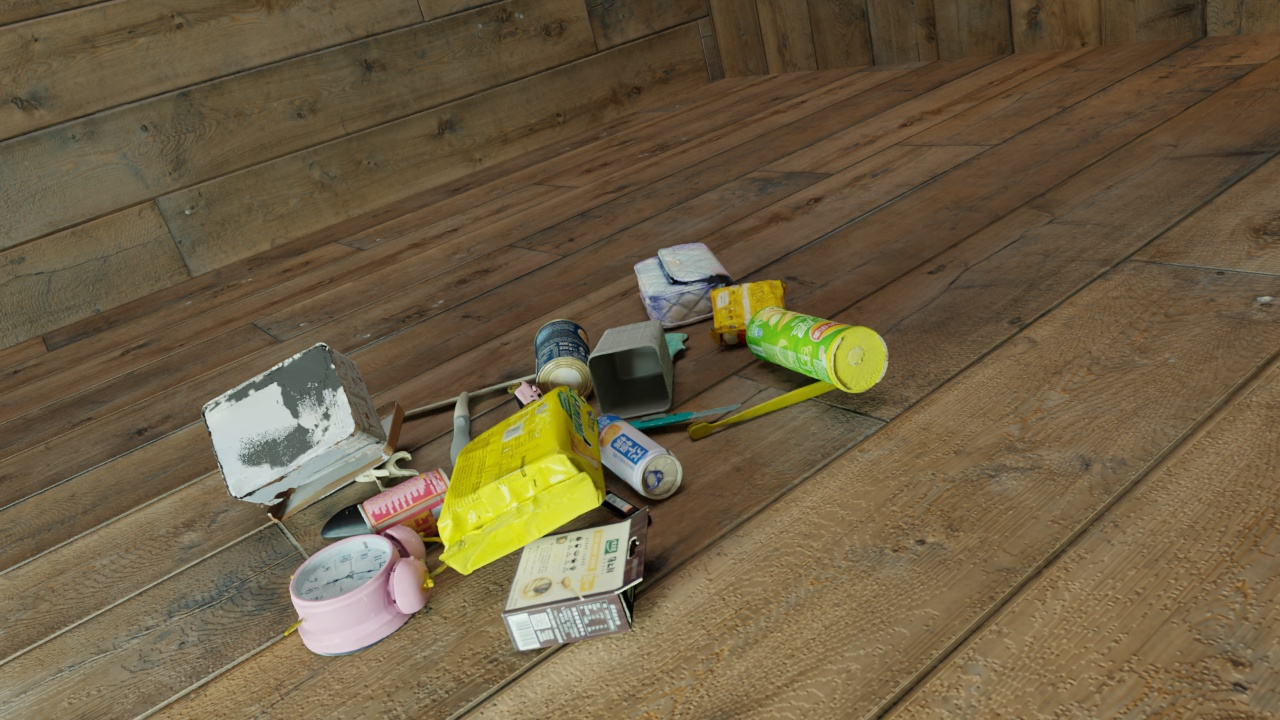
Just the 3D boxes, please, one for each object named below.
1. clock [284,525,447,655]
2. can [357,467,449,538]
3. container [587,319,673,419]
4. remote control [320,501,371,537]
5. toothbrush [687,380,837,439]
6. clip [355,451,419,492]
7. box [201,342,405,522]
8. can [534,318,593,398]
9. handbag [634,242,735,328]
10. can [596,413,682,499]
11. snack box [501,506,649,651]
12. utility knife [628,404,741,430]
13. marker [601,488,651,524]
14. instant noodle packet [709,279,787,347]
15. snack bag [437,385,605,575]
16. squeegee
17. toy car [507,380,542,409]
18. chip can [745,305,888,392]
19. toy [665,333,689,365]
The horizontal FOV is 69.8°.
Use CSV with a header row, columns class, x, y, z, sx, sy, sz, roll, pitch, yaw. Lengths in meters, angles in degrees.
class,x,y,z,sx,sy,sz,roll,pitch,yaw
clock,-0.257,0.212,0.878,0.158,0.060,0.117,-18,24,-10
can,-0.242,0.161,0.973,0.093,0.066,0.066,-26,25,-19
container,-0.007,0.007,1.154,0.090,0.090,0.114,-10,21,11
remote control,-0.301,0.175,1.035,0.136,0.024,0.053,-9,25,16
toothbrush,0.143,0.052,1.047,0.190,0.016,0.016,-19,17,-8
clip,-0.322,0.142,1.115,0.105,0.035,0.083,-9,23,27
box,-0.392,0.098,1.130,0.182,0.152,0.178,-28,-16,2
can,-0.103,0.002,1.223,0.075,0.075,0.111,-15,30,1
handbag,0.065,-0.121,1.413,0.134,0.076,0.193,-15,24,-3
can,-0.009,0.101,0.981,0.053,0.053,0.135,-24,25,-20
snack box,-0.049,0.190,0.805,0.126,0.053,0.113,-12,22,9
utility knife,0.018,0.071,1.073,0.208,0.013,0.029,-11,15,18
marker,-0.030,0.146,0.946,0.018,0.015,0.124,-31,30,-29
instant noodle packet,0.151,-0.068,1.266,0.111,0.044,0.128,-5,33,8
snack bag,-0.120,0.106,0.927,0.158,0.068,0.246,-28,18,4
squeegee,-0.229,0.080,1.188,0.246,0.039,0.246,-16,23,-1
toy car,-0.132,0.061,1.150,0.037,0.056,0.122,-29,26,-13
chip can,0.196,-0.018,1.066,0.072,0.072,0.221,-22,16,-15
toy,0.022,-0.015,1.259,0.092,0.030,0.096,-13,29,12
